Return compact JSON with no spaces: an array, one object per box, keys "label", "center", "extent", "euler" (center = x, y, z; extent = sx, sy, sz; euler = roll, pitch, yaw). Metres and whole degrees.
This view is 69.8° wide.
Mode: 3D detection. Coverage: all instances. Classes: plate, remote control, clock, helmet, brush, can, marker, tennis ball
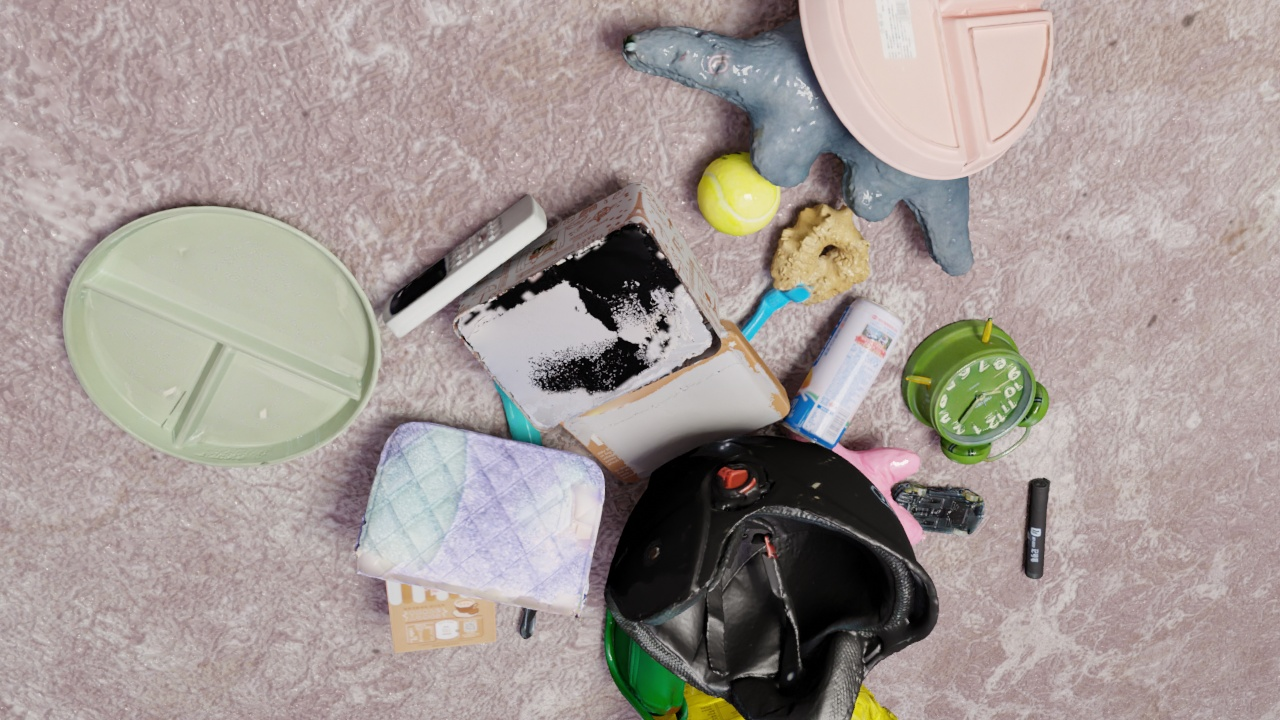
[{"label":"plate","center":[0.211,-0.244,0.647],"extent":[0.229,0.028,0.229],"euler":[0,89,-26]},{"label":"remote control","center":[-0.138,-0.075,0.713],"extent":[0.150,0.058,0.021],"euler":[-35,117,7]},{"label":"plate","center":[-0.323,-0.015,0.723],"extent":[0.230,0.027,0.231],"euler":[-6,120,-10]},{"label":"clock","center":[0.323,0.036,0.877],"extent":[0.116,0.056,0.161],"euler":[-37,120,10]},{"label":"helmet","center":[0.105,0.172,0.768],"extent":[0.275,0.229,0.233],"euler":[-24,123,27]},{"label":"brush","center":[0.101,-0.033,0.800],"extent":[0.083,0.045,0.255],"euler":[34,112,-27]},{"label":"can","center":[0.180,0.012,0.815],"extent":[0.053,0.053,0.134],"euler":[29,92,-25]},{"label":"marker","center":[0.435,0.185,1.007],"extent":[0.022,0.020,0.132],"euler":[-29,124,-30]},{"label":"tennis ball","center":[0.078,-0.131,0.725],"extent":[0.065,0.065,0.066],"euler":[-5,119,-10]}]

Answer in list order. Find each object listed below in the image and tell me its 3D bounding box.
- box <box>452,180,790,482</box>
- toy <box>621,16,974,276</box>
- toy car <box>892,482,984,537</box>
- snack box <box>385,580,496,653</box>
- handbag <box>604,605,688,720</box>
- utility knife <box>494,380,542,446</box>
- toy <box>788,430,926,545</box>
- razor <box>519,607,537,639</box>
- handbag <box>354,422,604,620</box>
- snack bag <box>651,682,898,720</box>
[{"label":"box","center":[-0.004,0.005,0.751],"extent":[0.178,0.088,0.262],"euler":[-25,121,18]},{"label":"toy","center":[0.155,-0.185,0.696],"extent":[0.356,0.091,0.138],"euler":[23,108,-24]},{"label":"toy car","center":[0.306,0.153,0.950],"extent":[0.105,0.031,0.049],"euler":[9,105,-16]},{"label":"snack box","center":[-0.183,0.204,0.846],"extent":[0.092,0.077,0.094],"euler":[-3,120,-11]},{"label":"handbag","center":[0.012,0.288,0.912],"extent":[0.068,0.120,0.131],"euler":[-4,118,-17]},{"label":"utility knife","center":[-0.103,0.075,0.829],"extent":[0.029,0.013,0.193],"euler":[-12,119,-4]},{"label":"toy","center":[0.193,0.152,0.897],"extent":[0.178,0.074,0.195],"euler":[22,117,-2]},{"label":"razor","center":[-0.101,0.222,0.908],"extent":[0.042,0.022,0.143],"euler":[-25,140,-52]},{"label":"handbag","center":[-0.130,0.134,0.778],"extent":[0.194,0.076,0.134],"euler":[13,73,-3]},{"label":"snack bag","center":[0.121,0.362,0.961],"extent":[0.246,0.158,0.068],"euler":[-10,103,-7]}]
